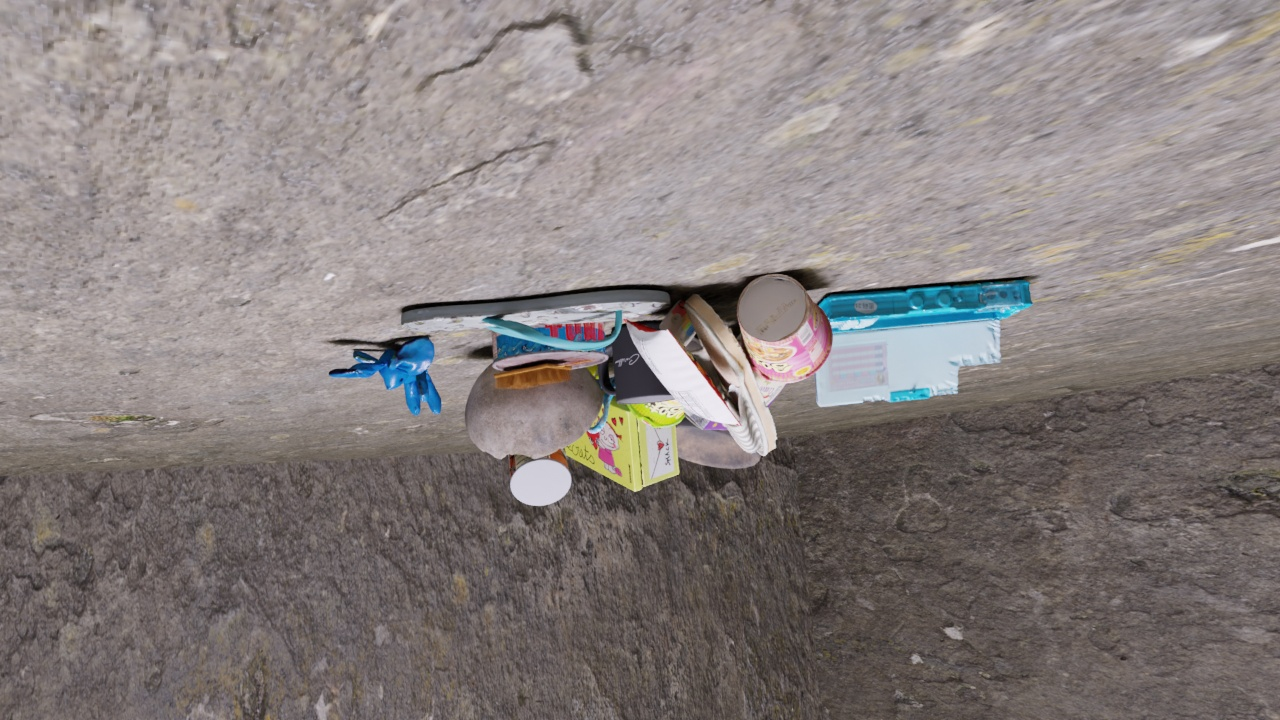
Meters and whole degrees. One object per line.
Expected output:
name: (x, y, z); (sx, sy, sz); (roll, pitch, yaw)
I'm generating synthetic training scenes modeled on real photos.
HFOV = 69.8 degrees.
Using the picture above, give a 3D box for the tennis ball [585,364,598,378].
tennis ball: (-0.086, 0.027, 1.270); (0.065, 0.065, 0.065); (-5, 172, -1)

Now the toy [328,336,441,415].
toy: (-0.280, 0.016, 1.092); (0.113, 0.071, 0.176); (-9, 161, 8)

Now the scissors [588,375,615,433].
scissors: (-0.026, 0.032, 1.171); (0.140, 0.133, 0.011); (-16, 134, 37)

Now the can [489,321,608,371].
can: (-0.102, -0.019, 1.031); (0.130, 0.044, 0.130); (-5, 171, -1)

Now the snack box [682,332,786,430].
snack box: (0.140, 0.024, 1.184); (0.148, 0.040, 0.143); (-54, 152, 16)

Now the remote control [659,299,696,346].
remote control: (0.044, -0.038, 1.016); (0.018, 0.038, 0.125); (37, 179, 12)

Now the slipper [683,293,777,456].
slipper: (0.094, 0.025, 1.011); (0.054, 0.114, 0.273); (-30, 142, -2)

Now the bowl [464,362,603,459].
bowl: (-0.141, 0.036, 1.149); (0.178, 0.081, 0.178); (-8, -146, 5)

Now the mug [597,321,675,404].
mug: (-0.007, 0.006, 1.105); (0.114, 0.088, 0.078); (-12, 169, 40)

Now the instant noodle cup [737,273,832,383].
instant noodle cup: (0.140, -0.037, 0.922); (0.098, 0.097, 0.108); (-7, 163, 14)

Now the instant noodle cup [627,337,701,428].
instant noodle cup: (0.042, 0.022, 1.199); (0.098, 0.098, 0.108); (0, 151, -28)

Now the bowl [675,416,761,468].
bowl: (0.102, 0.096, 1.345); (0.162, 0.070, 0.162); (13, 157, 5)

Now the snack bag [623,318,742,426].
snack bag: (0.038, 0.010, 0.964); (0.039, 0.131, 0.144); (-42, -161, -10)

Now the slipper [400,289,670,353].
slipper: (-0.103, -0.032, 0.922); (0.269, 0.054, 0.098); (-4, 175, 1)

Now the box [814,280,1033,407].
box: (0.314, -0.033, 1.061); (0.227, 0.085, 0.170); (-5, 137, -1)

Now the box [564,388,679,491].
box: (-0.043, 0.096, 1.334); (0.082, 0.124, 0.221); (-16, -159, -33)

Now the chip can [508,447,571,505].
chip can: (-0.141, 0.091, 1.209); (0.075, 0.075, 0.214); (-4, -146, -10)

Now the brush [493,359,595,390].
brush: (-0.105, 0.016, 1.039); (0.127, 0.017, 0.048); (-11, 170, 34)
